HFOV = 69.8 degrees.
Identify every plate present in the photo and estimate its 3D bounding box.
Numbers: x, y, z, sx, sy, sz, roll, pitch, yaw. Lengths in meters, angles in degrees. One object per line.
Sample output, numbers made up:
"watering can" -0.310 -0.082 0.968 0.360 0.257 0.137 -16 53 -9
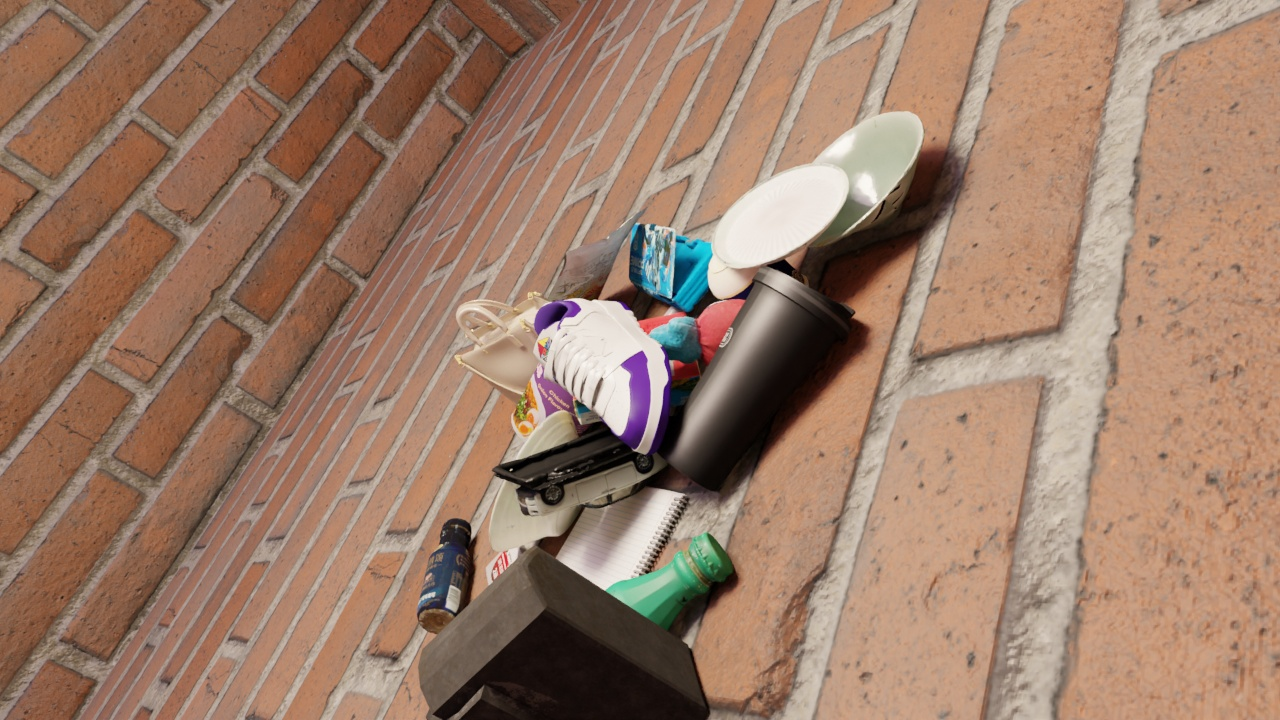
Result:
"plate" 0.145 -0.148 0.949 0.157 0.014 0.156 -27 34 20

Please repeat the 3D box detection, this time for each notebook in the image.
"notebook" -0.058 0.236 0.961 0.178 0.013 0.245 -1 55 60

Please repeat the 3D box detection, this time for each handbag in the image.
"handbag" -0.168 -0.023 1.264 0.195 0.197 0.101 -24 43 43
"handbag" -0.084 0.279 0.731 0.200 0.197 0.102 -45 26 13

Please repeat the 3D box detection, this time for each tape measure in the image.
"tape measure" -0.156 0.250 1.094 0.062 0.020 0.060 -47 25 6

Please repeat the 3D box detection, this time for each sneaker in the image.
"sneaker" -0.049 0.004 0.941 0.244 0.111 0.092 -120 42 -55

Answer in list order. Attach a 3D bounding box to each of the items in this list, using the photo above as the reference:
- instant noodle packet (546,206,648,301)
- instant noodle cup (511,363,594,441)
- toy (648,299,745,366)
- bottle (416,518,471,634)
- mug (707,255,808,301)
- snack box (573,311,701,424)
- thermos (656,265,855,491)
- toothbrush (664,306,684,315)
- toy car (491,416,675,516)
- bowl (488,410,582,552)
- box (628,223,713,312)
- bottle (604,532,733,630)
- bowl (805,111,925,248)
"instant noodle packet" -0.078 -0.109 1.281 0.146 0.057 0.270 -39 -6 -30
"instant noodle cup" -0.105 0.048 1.167 0.122 0.136 0.121 -51 35 25
"toy" 0.075 -0.024 0.975 0.133 0.092 0.062 -4 46 8
"bottle" -0.245 0.271 1.171 0.056 0.056 0.160 -39 27 24
"mug" 0.123 -0.096 1.016 0.086 0.089 0.111 -37 28 27
"snack box" -0.006 0.006 1.070 0.145 0.040 0.142 -12 33 3
"thermos" 0.105 0.018 0.891 0.218 0.106 0.106 -55 25 3
"toothbrush" 0.086 -0.115 1.185 0.188 0.018 0.019 -52 20 -2
"toy car" -0.047 0.117 0.964 0.191 0.071 0.094 -18 9 -31
"bowl" -0.100 0.148 1.044 0.176 0.058 0.177 -57 -18 -30
"box" 0.029 -0.132 1.185 0.092 0.085 0.243 -51 16 0
"bottle" -0.011 0.232 0.820 0.210 0.068 0.068 -39 27 8
"bowl" 0.236 -0.172 0.958 0.175 0.068 0.173 -38 30 27
